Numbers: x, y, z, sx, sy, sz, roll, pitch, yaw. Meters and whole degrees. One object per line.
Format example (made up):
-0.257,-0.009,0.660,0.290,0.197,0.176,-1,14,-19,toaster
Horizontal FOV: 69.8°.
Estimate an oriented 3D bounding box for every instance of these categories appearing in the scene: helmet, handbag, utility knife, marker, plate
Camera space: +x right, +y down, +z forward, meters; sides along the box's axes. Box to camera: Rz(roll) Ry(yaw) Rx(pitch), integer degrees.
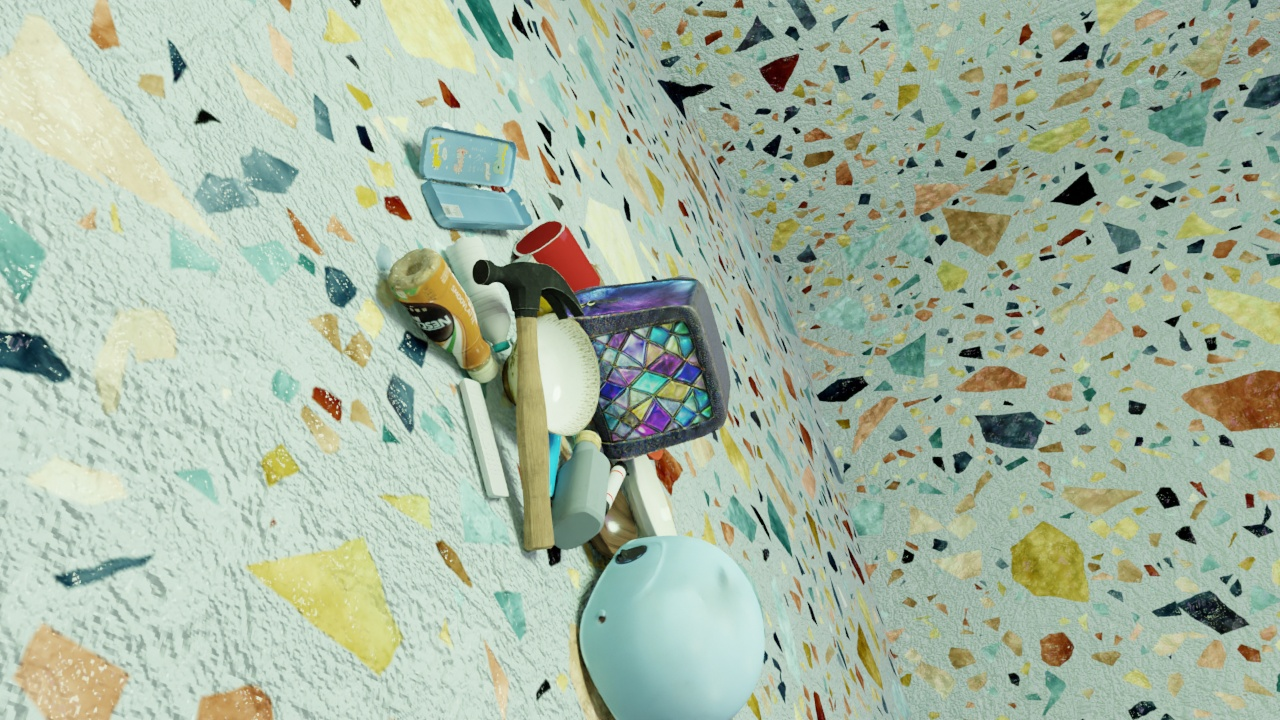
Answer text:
0.056,0.313,1.064,0.225,0.167,0.264,62,24,-18,helmet
-0.007,0.007,1.183,0.125,0.222,0.205,-70,145,-66,handbag
-0.109,0.123,1.080,0.031,0.015,0.197,54,17,-25,utility knife
-0.039,0.161,1.120,0.019,0.019,0.145,63,17,-12,marker
0.009,0.205,1.267,0.182,0.034,0.182,-20,89,-83,plate

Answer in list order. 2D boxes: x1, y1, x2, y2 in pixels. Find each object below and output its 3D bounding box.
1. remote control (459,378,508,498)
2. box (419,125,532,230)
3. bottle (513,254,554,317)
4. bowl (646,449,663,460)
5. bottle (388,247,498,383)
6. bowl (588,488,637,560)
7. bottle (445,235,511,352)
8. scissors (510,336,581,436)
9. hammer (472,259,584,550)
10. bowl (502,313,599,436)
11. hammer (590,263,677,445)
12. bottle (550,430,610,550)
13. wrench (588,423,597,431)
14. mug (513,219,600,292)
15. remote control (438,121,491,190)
-0.166,0.082,0.965,0.033,0.012,0.130,29,41,-67,remote control
-0.208,-0.225,1.161,0.209,0.039,0.126,-17,96,-67,box
-0.113,-0.057,1.231,0.186,0.053,0.053,59,19,-26,bottle
-0.009,0.098,1.381,0.122,0.035,0.121,55,20,-33,bowl
-0.197,-0.040,0.954,0.059,0.059,0.167,-96,165,-44,bottle
-0.045,0.201,1.143,0.119,0.032,0.119,55,20,-33,bowl
-0.183,-0.075,1.060,0.136,0.044,0.044,69,17,5,bottle
-0.117,0.041,1.159,0.174,0.033,0.065,61,1,-16,scissors
-0.114,0.048,0.988,0.132,0.040,0.305,2,83,-50,hammer
-0.115,0.020,1.075,0.145,0.063,0.145,17,69,-52,bowl
-0.009,-0.010,1.420,0.322,0.040,0.129,60,3,-21,hammer
-0.070,0.143,1.076,0.046,0.072,0.161,41,27,-21,bottle
-0.052,0.025,1.373,0.083,0.018,0.272,63,17,-14,wrench
-0.122,-0.137,1.281,0.096,0.080,0.116,57,-9,-29,mug
-0.226,-0.250,1.207,0.136,0.013,0.043,60,18,-22,remote control
